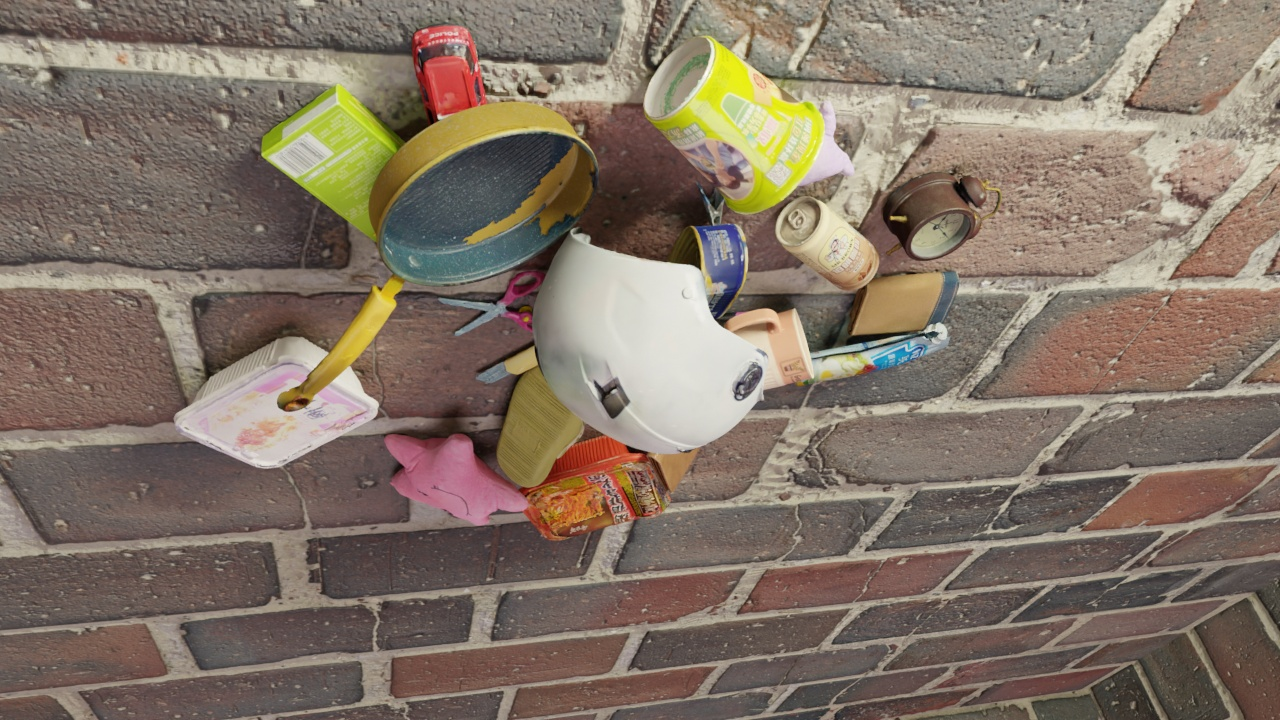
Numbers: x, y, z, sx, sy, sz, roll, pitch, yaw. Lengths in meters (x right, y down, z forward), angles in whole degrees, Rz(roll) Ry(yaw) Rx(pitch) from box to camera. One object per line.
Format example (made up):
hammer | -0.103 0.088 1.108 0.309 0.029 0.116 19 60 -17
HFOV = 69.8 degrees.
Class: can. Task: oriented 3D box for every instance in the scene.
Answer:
can | 0.193 -0.119 0.944 0.059 0.058 0.116 -36 139 28
can | 0.062 -0.085 0.920 0.049 0.074 0.148 -7 162 -14

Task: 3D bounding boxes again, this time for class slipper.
slipper | -0.110 0.070 1.098 0.081 0.091 0.191 -33 159 -53

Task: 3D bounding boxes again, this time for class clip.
clip | 0.070 -0.151 0.891 0.045 0.027 0.058 -20 148 -3

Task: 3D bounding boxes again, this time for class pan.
pan | -0.189 -0.079 0.790 0.358 0.078 0.197 -33 158 13

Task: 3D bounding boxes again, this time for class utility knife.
utility knife | -0.103 -0.014 1.022 0.188 0.020 0.031 -30 123 12

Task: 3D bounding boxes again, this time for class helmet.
helmet | -0.005 0.005 0.880 0.145 0.229 0.259 -50 138 -13

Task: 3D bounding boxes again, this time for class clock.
clock | 0.310 -0.150 0.942 0.122 0.055 0.082 -16 144 0

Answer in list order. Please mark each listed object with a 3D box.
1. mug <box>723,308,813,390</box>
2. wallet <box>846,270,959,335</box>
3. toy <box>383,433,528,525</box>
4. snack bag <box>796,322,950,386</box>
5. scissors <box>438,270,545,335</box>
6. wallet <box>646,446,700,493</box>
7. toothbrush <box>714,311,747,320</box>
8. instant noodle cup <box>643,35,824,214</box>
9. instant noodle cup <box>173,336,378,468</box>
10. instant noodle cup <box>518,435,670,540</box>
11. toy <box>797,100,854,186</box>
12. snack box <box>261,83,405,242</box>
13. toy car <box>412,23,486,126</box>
mug | 0.131 -0.015 1.039 0.106 0.081 0.114 -15 144 14
wallet | 0.307 -0.066 1.078 0.115 0.033 0.090 -6 141 -9
toy | -0.240 0.154 1.154 0.179 0.074 0.195 -6 138 29
snack bag | 0.280 -0.006 1.116 0.191 0.038 0.110 -13 159 10
scissors | -0.143 -0.058 0.957 0.133 0.017 0.131 9 141 -23
wallet | 0.051 0.109 1.190 0.020 0.101 0.115 24 157 26
toothbrush | 0.059 -0.049 1.036 0.189 0.014 0.018 -6 124 -12
instant noodle cup | 0.072 -0.200 0.761 0.123 0.111 0.112 30 126 -35
instant noodle cup | -0.383 0.039 0.972 0.174 0.060 0.138 -27 142 16
instant noodle cup | -0.066 0.169 1.234 0.189 0.079 0.165 -18 144 4
toy | 0.138 -0.187 0.851 0.108 0.038 0.084 -18 130 14
snack box | -0.231 -0.157 0.782 0.086 0.026 0.156 -28 142 19
toy car | -0.148 -0.206 0.727 0.053 0.045 0.121 -9 146 -4
